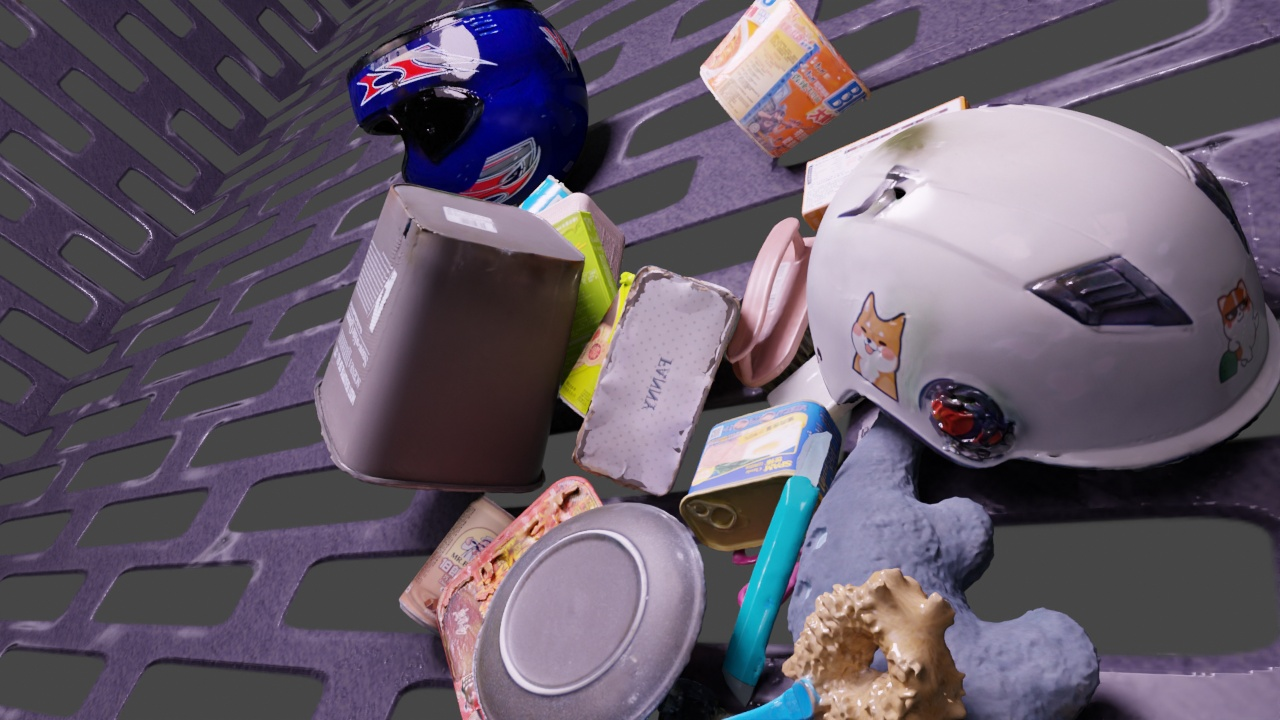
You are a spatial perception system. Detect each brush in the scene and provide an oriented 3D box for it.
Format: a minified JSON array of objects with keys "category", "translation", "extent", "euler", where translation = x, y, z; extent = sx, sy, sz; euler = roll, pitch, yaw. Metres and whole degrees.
[{"category":"brush","translation":[0.112,-0.042,0.742],"extent":[0.063,0.073,0.145],"euler":[2,57,45]},{"category":"brush","translation":[0.058,0.181,0.467],"extent":[0.255,0.045,0.083],"euler":[-41,59,37]}]

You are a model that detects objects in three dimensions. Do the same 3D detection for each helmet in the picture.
[{"category":"helmet","translation":[-0.218,-0.308,1.201],"extent":[0.316,0.240,0.246],"euler":[-13,7,27]},{"category":"helmet","translation":[0.219,-0.065,0.544],"extent":[0.229,0.157,0.274],"euler":[-40,36,-21]}]

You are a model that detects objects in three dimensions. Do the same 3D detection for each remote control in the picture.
[{"category":"remote control","translation":[0.165,0.000,0.688],"extent":[0.150,0.021,0.058],"euler":[-40,35,7]}]

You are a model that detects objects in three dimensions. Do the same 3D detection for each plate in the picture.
[{"category":"plate","translation":[-0.041,0.164,0.594],"extent":[0.180,0.024,0.179],"euler":[-22,41,20]}]

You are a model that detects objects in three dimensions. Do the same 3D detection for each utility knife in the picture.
[{"category":"utility knife","translation":[0.087,0.129,0.578],"extent":[0.029,0.013,0.182],"euler":[23,98,37]}]

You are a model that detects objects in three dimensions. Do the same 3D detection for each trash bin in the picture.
[{"category":"trash bin","translation":[-0.167,-0.023,0.822],"extent":[0.199,0.198,0.220],"euler":[47,124,52]}]

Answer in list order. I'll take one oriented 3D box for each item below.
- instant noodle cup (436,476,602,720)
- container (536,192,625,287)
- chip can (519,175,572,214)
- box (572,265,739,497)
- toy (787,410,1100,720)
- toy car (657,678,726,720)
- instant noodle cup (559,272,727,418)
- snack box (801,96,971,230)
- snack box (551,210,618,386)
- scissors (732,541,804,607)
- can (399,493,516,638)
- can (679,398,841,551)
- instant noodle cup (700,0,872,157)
[{"category":"instant noodle cup","translation":[-0.062,0.192,0.671],"extent":[0.164,0.079,0.188],"euler":[-42,36,3]},{"category":"container","translation":[-0.076,-0.100,0.982],"extent":[0.090,0.090,0.110],"euler":[-22,43,28]},{"category":"chip can","translation":[-0.158,-0.124,1.104],"extent":[0.210,0.071,0.071],"euler":[-46,35,-3]},{"category":"box","translation":[0.009,0.021,0.714],"extent":[0.061,0.090,0.184],"euler":[-77,9,-80]},{"category":"toy","translation":[0.154,0.150,0.493],"extent":[0.138,0.091,0.355],"euler":[-19,40,4]},{"category":"toy car","translation":[0.025,0.243,0.564],"extent":[0.034,0.043,0.090],"euler":[-51,20,44]},{"category":"instant noodle cup","translation":[-0.005,0.005,0.791],"extent":[0.123,0.111,0.112],"euler":[-54,35,0]},{"category":"snack box","translation":[0.217,-0.172,0.809],"extent":[0.154,0.026,0.075],"euler":[-18,43,34]},{"category":"snack box","translation":[-0.062,-0.057,0.889],"extent":[0.086,0.026,0.156],"euler":[-23,82,28]},{"category":"scissors","translation":[0.120,0.134,0.603],"extent":[0.138,0.017,0.073],"euler":[-16,42,29]},{"category":"can","translation":[-0.152,0.178,0.794],"extent":[0.058,0.058,0.116],"euler":[18,68,52]},{"category":"can","translation":[0.087,0.079,0.643],"extent":[0.102,0.057,0.083],"euler":[-19,28,32]},{"category":"instant noodle cup","translation":[0.138,-0.282,0.909],"extent":[0.112,0.151,0.151],"euler":[-40,34,21]}]
